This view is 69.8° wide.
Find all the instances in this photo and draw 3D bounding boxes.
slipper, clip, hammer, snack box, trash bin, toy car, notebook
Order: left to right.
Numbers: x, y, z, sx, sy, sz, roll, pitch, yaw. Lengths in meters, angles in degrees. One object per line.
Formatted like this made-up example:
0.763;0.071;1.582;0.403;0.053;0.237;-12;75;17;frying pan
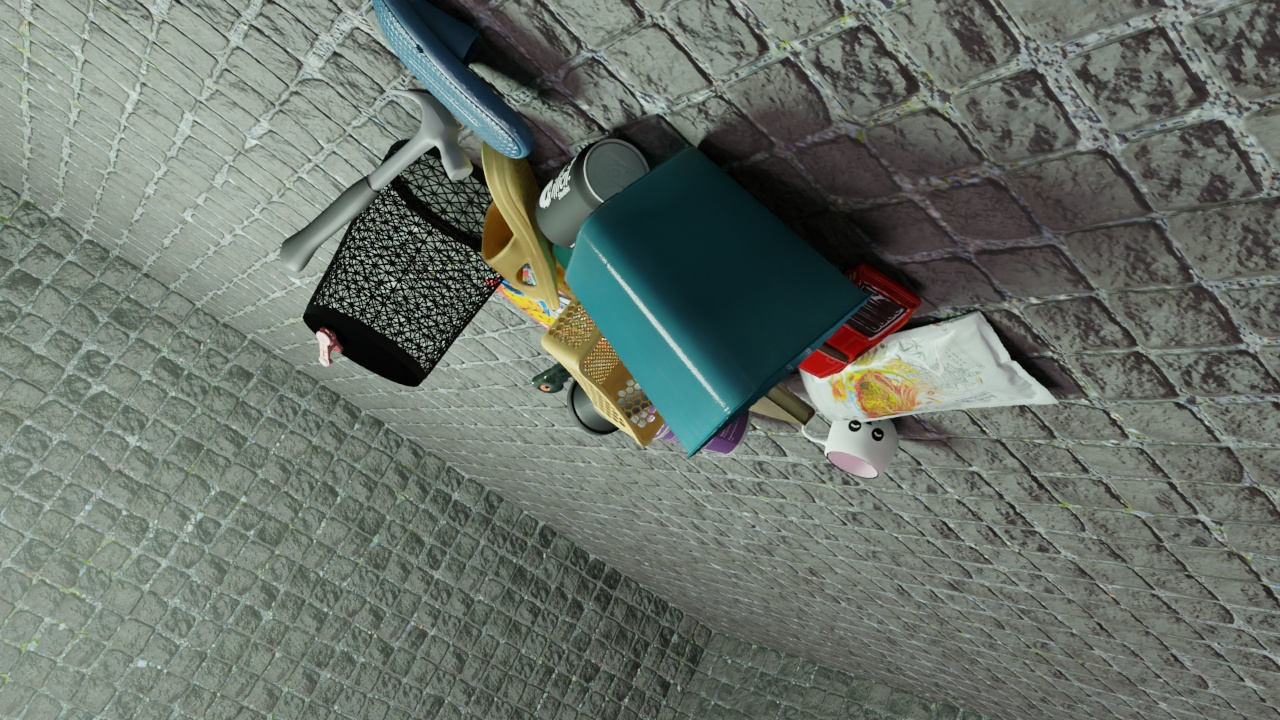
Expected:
-0.375;-0.020;1.114;0.023;0.049;0.059;22;118;8;clip
-0.322;-0.195;1.057;0.312;0.029;0.125;-30;82;30;hammer
-0.288;-0.112;1.163;0.217;0.242;0.217;24;160;9;trash bin
-0.178;-0.283;0.884;0.213;0.059;0.104;46;166;-13;slipper
-0.151;-0.157;1.076;0.078;0.099;0.264;-6;148;7;slipper
-0.128;-0.095;1.295;0.142;0.040;0.145;39;156;-28;snack box
-0.063;-0.016;1.287;0.133;0.033;0.334;28;146;-21;hammer
0.059;-0.060;0.873;0.218;0.196;0.200;49;157;8;trash bin
0.140;0.037;1.211;0.190;0.034;0.215;35;174;-16;notebook
0.209;-0.037;0.960;0.081;0.056;0.190;31;150;-6;toy car

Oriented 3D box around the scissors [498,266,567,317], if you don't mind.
-0.139;-0.094;1.239;0.125;0.013;0.130;24;161;11;scissors

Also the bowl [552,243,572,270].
-0.041;-0.127;1.099;0.121;0.046;0.121;24;160;9;bowl

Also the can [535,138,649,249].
-0.052;-0.171;0.956;0.080;0.080;0.146;34;159;-16;can

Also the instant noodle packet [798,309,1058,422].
0.301;0.022;1.018;0.147;0.057;0.270;39;154;-21;instant noodle packet

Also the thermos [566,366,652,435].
-0.025;0.044;1.382;0.106;0.105;0.219;34;152;-16;thermos

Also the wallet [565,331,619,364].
-0.054;-0.027;1.393;0.098;0.026;0.121;29;159;-17;wallet

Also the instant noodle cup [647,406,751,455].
0.091;0.077;1.360;0.122;0.122;0.136;23;-153;-16;instant noodle cup

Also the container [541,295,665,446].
-0.007;0.006;1.117;0.167;0.129;0.183;22;158;42;container

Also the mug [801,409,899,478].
0.274;0.097;1.197;0.124;0.076;0.090;22;159;16;mug
